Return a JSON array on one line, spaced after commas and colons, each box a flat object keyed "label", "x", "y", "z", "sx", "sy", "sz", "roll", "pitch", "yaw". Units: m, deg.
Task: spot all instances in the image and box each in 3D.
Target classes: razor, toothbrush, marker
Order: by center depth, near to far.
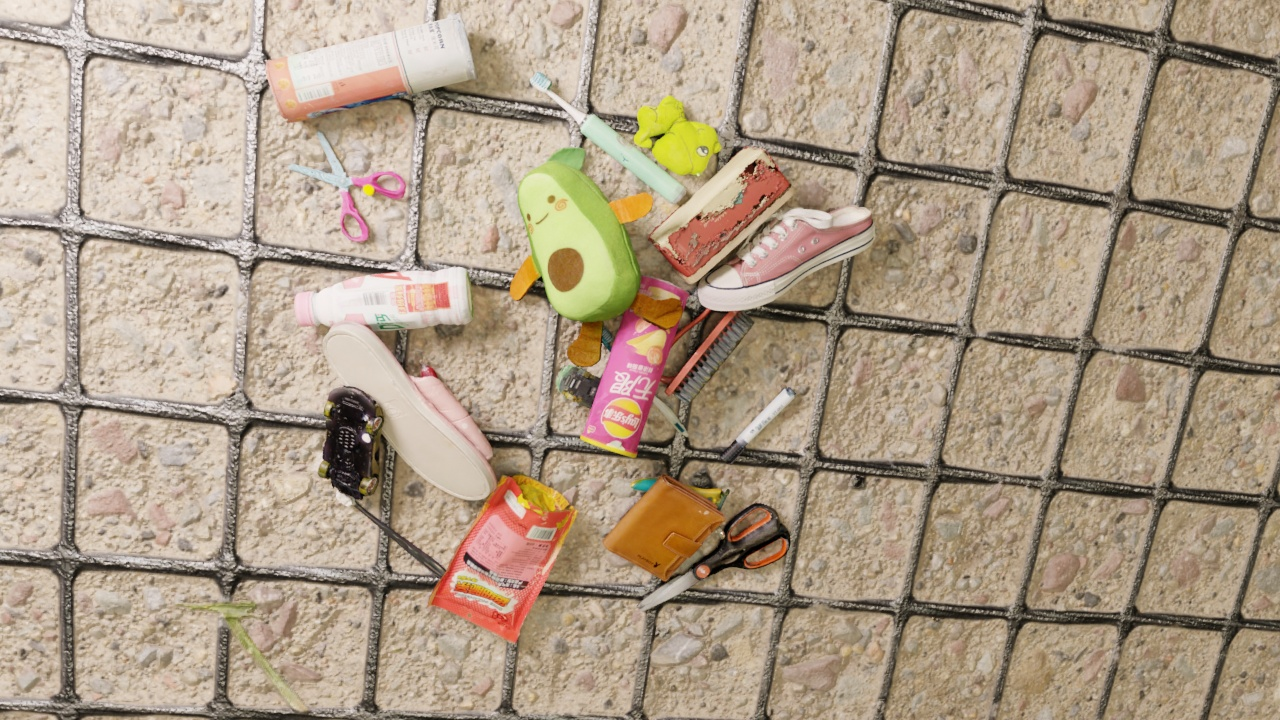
[{"label": "toothbrush", "x": -0.038, "y": -0.261, "z": 1.081, "sx": 0.224, "sy": 0.026, "sz": 0.027, "roll": 36, "pitch": 131, "yaw": -15}, {"label": "toothbrush", "x": -0.311, "y": 0.221, "z": 1.156, "sx": 0.181, "sy": 0.018, "sz": 0.015, "roll": 43, "pitch": 90, "yaw": -17}, {"label": "toothbrush", "x": 0.003, "y": 0.027, "z": 1.162, "sx": 0.018, "sy": 0.016, "sz": 0.191, "roll": -43, "pitch": 106, "yaw": -9}, {"label": "razor", "x": 0.049, "y": 0.172, "z": 1.197, "sx": 0.132, "sy": 0.028, "sz": 0.043, "roll": 13, "pitch": 121, "yaw": -13}, {"label": "marker", "x": 0.154, "y": 0.086, "z": 1.200, "sx": 0.131, "sy": 0.018, "sz": 0.022, "roll": -45, "pitch": 115, "yaw": 3}]

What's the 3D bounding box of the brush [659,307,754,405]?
[{"label": "brush", "x": 0.076, "y": -0.018, "z": 1.141, "sx": 0.069, "sy": 0.063, "sz": 0.146, "roll": 39, "pitch": 94, "yaw": 3}]

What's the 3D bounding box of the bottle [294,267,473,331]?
[{"label": "bottle", "x": -0.296, "y": -0.067, "z": 1.066, "sx": 0.197, "sy": 0.068, "sz": 0.068, "roll": -6, "pitch": 104, "yaw": -4}]

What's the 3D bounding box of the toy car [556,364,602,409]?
[{"label": "toy car", "x": -0.063, "y": 0.036, "z": 1.140, "sx": 0.091, "sy": 0.036, "sz": 0.043, "roll": 28, "pitch": 90, "yaw": -29}]

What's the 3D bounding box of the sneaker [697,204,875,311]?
[{"label": "sneaker", "x": 0.172, "y": -0.141, "z": 1.105, "sx": 0.241, "sy": 0.118, "sz": 0.088, "roll": -25, "pitch": 124, "yaw": -9}]

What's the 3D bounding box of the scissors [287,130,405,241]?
[{"label": "scissors", "x": -0.339, "y": -0.195, "z": 1.053, "sx": 0.133, "sy": 0.017, "sz": 0.125, "roll": 15, "pitch": 104, "yaw": -8}]

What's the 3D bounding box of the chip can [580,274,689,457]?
[{"label": "chip can", "x": -0.007, "y": 0.006, "z": 1.105, "sx": 0.071, "sy": 0.071, "sz": 0.210, "roll": 19, "pitch": 87, "yaw": -13}]

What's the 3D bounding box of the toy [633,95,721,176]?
[{"label": "toy", "x": 0.043, "y": -0.263, "z": 1.091, "sx": 0.096, "sy": 0.031, "sz": 0.100, "roll": -23, "pitch": 101, "yaw": -4}]

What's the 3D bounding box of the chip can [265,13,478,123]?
[{"label": "chip can", "x": -0.291, "y": -0.318, "z": 1.002, "sx": 0.214, "sy": 0.071, "sz": 0.071, "roll": -15, "pitch": 105, "yaw": -6}]

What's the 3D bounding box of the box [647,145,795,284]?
[{"label": "box", "x": 0.089, "y": -0.179, "z": 1.087, "sx": 0.168, "sy": 0.091, "sz": 0.079, "roll": -42, "pitch": 109, "yaw": 2}]

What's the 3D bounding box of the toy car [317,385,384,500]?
[{"label": "toy car", "x": -0.338, "y": 0.097, "z": 1.085, "sx": 0.070, "sy": 0.042, "sz": 0.158, "roll": 20, "pitch": 120, "yaw": 10}]

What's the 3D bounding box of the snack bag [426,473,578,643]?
[{"label": "snack bag", "x": -0.172, "y": 0.252, "z": 1.165, "sx": 0.128, "sy": 0.073, "sz": 0.208, "roll": 26, "pitch": 103, "yaw": -11}]

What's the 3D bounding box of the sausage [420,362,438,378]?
[{"label": "sausage", "x": -0.238, "y": 0.073, "z": 1.131, "sx": 0.020, "sy": 0.020, "sz": 0.156, "roll": -21, "pitch": 106, "yaw": -4}]

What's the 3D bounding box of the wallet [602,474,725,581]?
[{"label": "wallet", "x": 0.036, "y": 0.221, "z": 1.194, "sx": 0.119, "sy": 0.035, "sz": 0.131, "roll": 34, "pitch": 112, "yaw": -14}]

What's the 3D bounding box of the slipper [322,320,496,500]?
[{"label": "slipper", "x": -0.265, "y": 0.058, "z": 1.086, "sx": 0.114, "sy": 0.054, "sz": 0.274, "roll": -23, "pitch": 114, "yaw": 38}]

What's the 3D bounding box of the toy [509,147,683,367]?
[{"label": "toy", "x": -0.067, "y": -0.122, "z": 1.060, "sx": 0.227, "sy": 0.089, "sz": 0.246, "roll": -29, "pitch": 89, "yaw": 25}]

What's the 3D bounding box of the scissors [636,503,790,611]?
[{"label": "scissors", "x": 0.103, "y": 0.288, "z": 1.237, "sx": 0.136, "sy": 0.021, "sz": 0.235, "roll": 39, "pitch": 94, "yaw": -16}]
